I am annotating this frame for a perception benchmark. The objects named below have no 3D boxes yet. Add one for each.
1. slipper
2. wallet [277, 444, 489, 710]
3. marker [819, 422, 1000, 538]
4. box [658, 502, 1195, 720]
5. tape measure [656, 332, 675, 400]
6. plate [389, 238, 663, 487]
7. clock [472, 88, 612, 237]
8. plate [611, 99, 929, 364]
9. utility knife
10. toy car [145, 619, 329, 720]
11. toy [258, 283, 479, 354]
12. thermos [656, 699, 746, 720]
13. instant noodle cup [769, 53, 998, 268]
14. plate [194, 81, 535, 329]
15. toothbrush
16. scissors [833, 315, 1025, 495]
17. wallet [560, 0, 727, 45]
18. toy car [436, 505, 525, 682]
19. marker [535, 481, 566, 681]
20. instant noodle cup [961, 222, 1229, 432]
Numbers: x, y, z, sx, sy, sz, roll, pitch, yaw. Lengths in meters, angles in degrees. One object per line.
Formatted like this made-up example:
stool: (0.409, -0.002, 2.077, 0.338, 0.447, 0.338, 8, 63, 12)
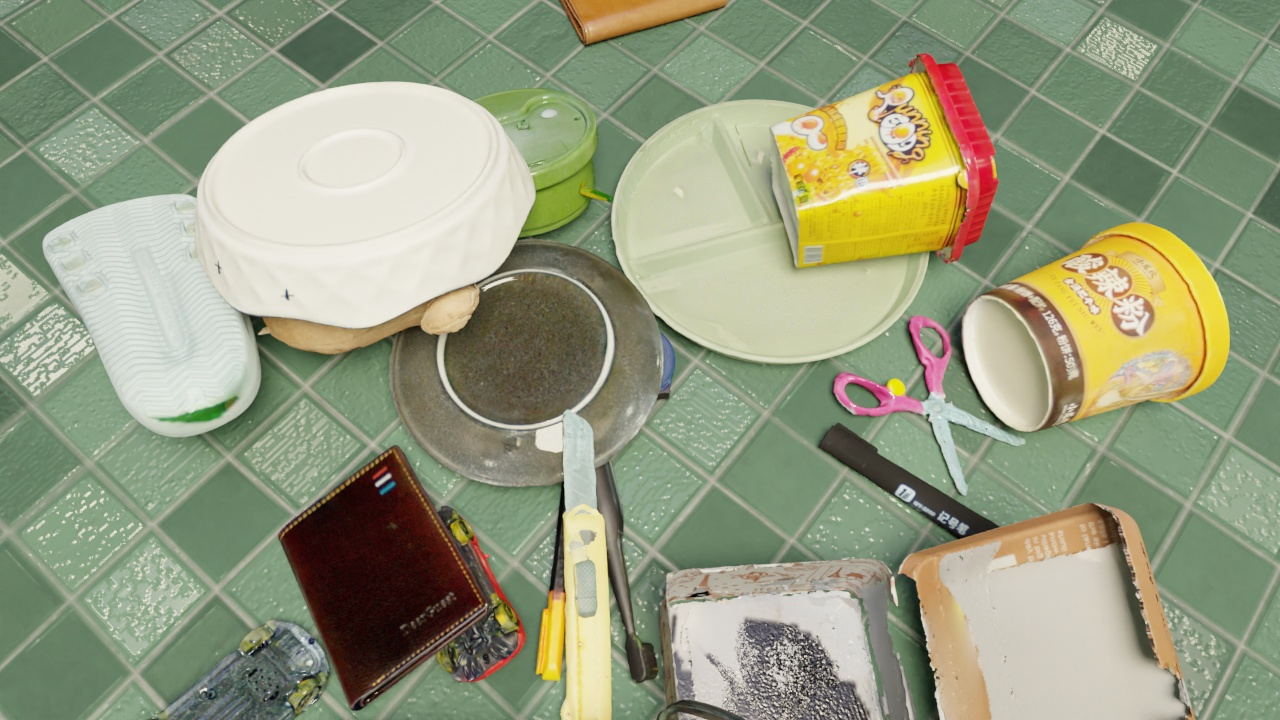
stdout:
slipper: (-0.306, -0.031, 0.595, 0.103, 0.074, 0.245, -27, 51, -21)
wallet: (-0.153, 0.124, 0.538, 0.096, 0.020, 0.122, -38, 62, 1)
marker: (0.176, 0.083, 0.589, 0.132, 0.020, 0.022, 33, 54, 14)
box: (0.133, 0.188, 0.471, 0.272, 0.132, 0.179, -16, 62, 22)
tape measure: (-0.004, 0.004, 0.619, 0.054, 0.025, 0.058, -19, 70, -13)
plate: (-0.074, -0.006, 0.591, 0.179, 0.024, 0.179, 0, 66, 0)
clock: (-0.092, -0.150, 0.661, 0.116, 0.056, 0.161, -19, 46, -13)
plate: (0.093, -0.096, 0.670, 0.230, 0.027, 0.229, 0, 64, -1)
utility knife: (-0.034, 0.132, 0.540, 0.031, 0.021, 0.208, 1, 72, -18)
toy car: (-0.230, 0.200, 0.509, 0.054, 0.037, 0.120, 37, 58, 16)
toy: (-0.180, -0.058, 0.588, 0.143, 0.082, 0.226, -40, 51, -5)
thermos: (-0.051, 0.207, 0.439, 0.243, 0.068, 0.090, -7, 73, 22)
instant noodle cup: (0.156, -0.123, 0.615, 0.124, 0.116, 0.116, -13, 65, 4)
plate: (-0.168, -0.105, 0.550, 0.205, 0.046, 0.204, -1, 47, 1)
toothbrush: (-0.022, 0.093, 0.575, 0.026, 0.027, 0.212, -31, 62, 32)
scissors: (0.199, 0.024, 0.622, 0.133, 0.017, 0.131, 22, 62, 4)
wallet: (-0.009, -0.330, 0.782, 0.130, 0.035, 0.119, -21, 72, -12)
toy car: (-0.107, 0.136, 0.543, 0.049, 0.031, 0.106, -37, 62, 1)
marker: (-0.050, 0.130, 0.558, 0.015, 0.018, 0.123, 6, 62, -4)
instant noodle cup: (0.281, -0.016, 0.588, 0.114, 0.119, 0.118, -19, 66, -8)
